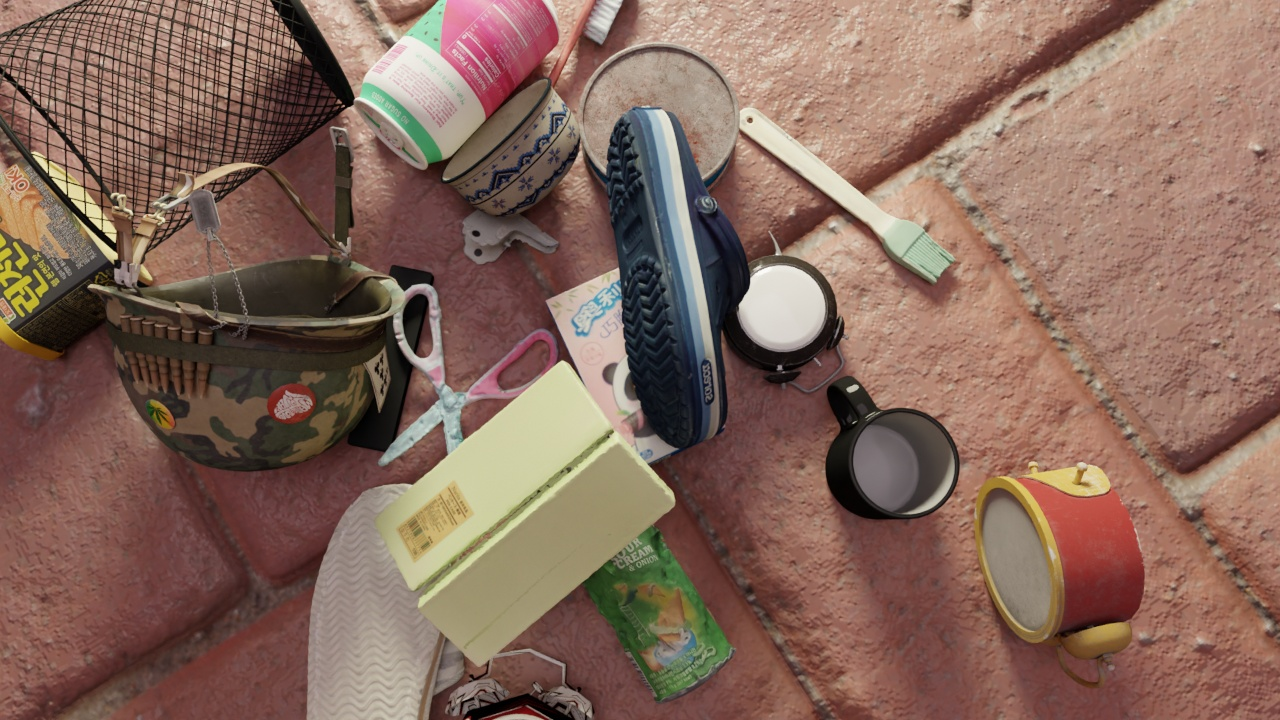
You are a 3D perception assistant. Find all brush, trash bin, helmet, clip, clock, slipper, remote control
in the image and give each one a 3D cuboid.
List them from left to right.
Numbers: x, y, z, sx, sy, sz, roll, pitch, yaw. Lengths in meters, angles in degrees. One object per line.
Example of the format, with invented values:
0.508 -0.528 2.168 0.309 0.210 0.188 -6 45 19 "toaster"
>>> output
-0.349 -0.208 0.702 0.210 0.184 0.184 -35 82 -11 "trash bin"
-0.271 -0.039 0.652 0.225 0.192 0.236 -6 99 30 "helmet"
-0.190 0.229 0.681 0.114 0.054 0.272 5 75 3 "slipper"
-0.200 -0.002 0.741 0.034 0.013 0.150 12 81 -2 "remote control"
-0.122 -0.109 0.750 0.101 0.041 0.054 36 70 7 "clip"
-0.090 0.286 0.660 0.114 0.065 0.154 10 53 -9 "clock"
-0.045 -0.275 0.776 0.030 0.041 0.172 26 84 -10 "brush"
0.036 -0.065 0.670 0.095 0.105 0.252 -7 84 -22 "slipper"
0.113 -0.034 0.727 0.091 0.044 0.123 -38 82 -6 "clock"
0.166 -0.141 0.762 0.217 0.012 0.033 40 83 8 "brush"
0.309 0.153 0.660 0.081 0.117 0.158 -8 85 -4 "clock"

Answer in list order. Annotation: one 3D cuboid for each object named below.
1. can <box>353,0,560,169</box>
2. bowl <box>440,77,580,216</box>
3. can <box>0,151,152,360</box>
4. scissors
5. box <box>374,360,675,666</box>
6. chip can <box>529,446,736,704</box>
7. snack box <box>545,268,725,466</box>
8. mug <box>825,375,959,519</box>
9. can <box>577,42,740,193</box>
-0.145 -0.238 0.737 0.088 0.088 0.165 39 78 7 "can"
-0.095 -0.160 0.722 0.115 0.115 0.059 -48 116 -7 "bowl"
-0.476 -0.084 0.730 0.101 0.072 0.131 -39 82 -8 "can"
-0.154 0.012 0.731 0.170 0.014 0.168 -41 90 -8 "scissors"
-0.085 0.107 0.640 0.188 0.048 0.140 -39 79 6 "box"
-0.017 0.144 0.684 0.075 0.075 0.223 -34 82 -5 "chip can"
-0.004 0.004 0.728 0.088 0.033 0.154 -25 81 -5 "snack box"
0.176 0.064 0.688 0.078 0.088 0.113 -28 81 -4 "mug"
0.015 -0.191 0.755 0.130 0.044 0.130 0 80 1 "can"
